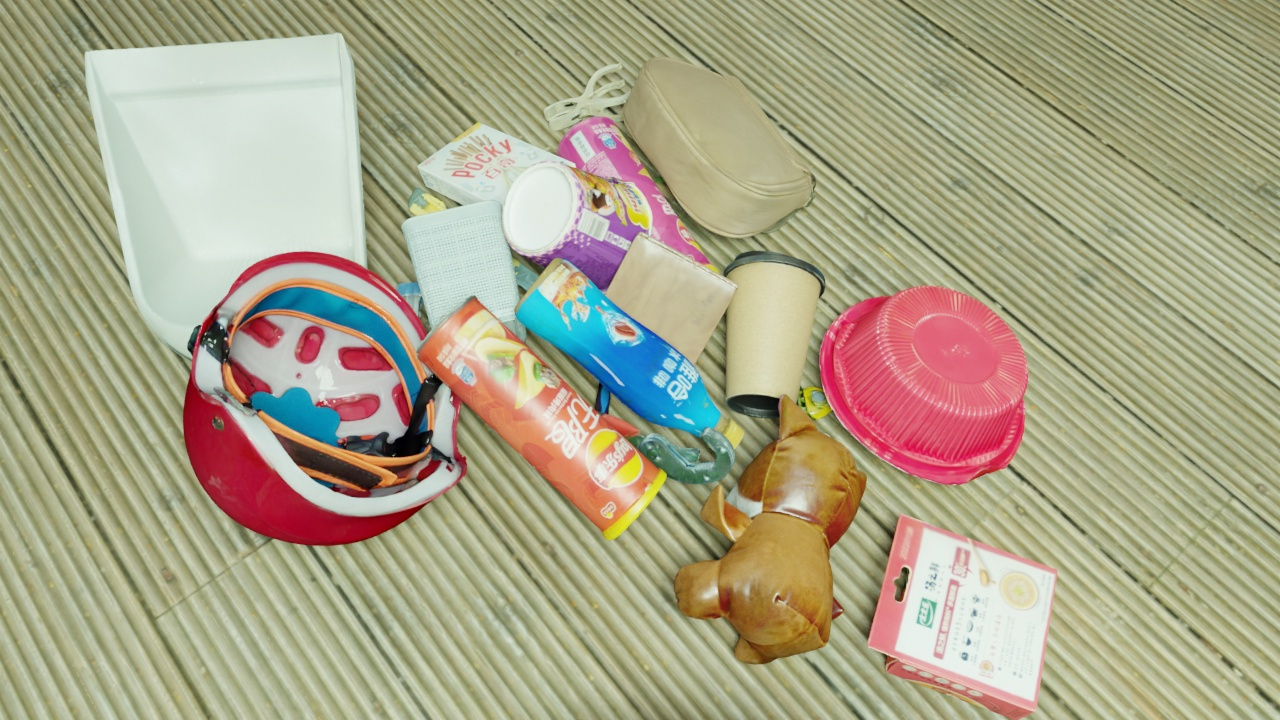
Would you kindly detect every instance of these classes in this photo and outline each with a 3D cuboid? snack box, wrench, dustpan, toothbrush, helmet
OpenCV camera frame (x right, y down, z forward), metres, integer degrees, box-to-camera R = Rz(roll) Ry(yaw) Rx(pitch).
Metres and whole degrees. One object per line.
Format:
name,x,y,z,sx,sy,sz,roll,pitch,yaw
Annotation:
snack box,0.244,0.196,0.708,0.127,0.044,0.113,19,63,9
wrench,-0.050,0.049,0.778,0.274,0.056,0.016,17,32,20
dustpan,-0.349,-0.126,0.802,0.222,0.258,0.142,-6,37,-4
snack box,-0.141,-0.182,0.901,0.157,0.027,0.084,30,63,35
toothbrush,-0.034,0.047,0.810,0.014,0.016,0.189,7,63,-4
helmet,-0.259,0.042,0.724,0.206,0.144,0.239,18,39,-37

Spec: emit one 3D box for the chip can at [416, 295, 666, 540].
chip can,-0.078,0.045,0.735,0.216,0.073,0.073,44,67,-1

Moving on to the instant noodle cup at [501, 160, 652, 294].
instant noodle cup,-0.062,-0.122,0.811,0.112,0.099,0.111,-7,77,34

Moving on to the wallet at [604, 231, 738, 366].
wallet,0.015,-0.040,0.804,0.101,0.020,0.115,28,108,-1

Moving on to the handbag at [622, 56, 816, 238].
handbag,0.073,-0.205,0.901,0.147,0.100,0.204,-8,57,-36

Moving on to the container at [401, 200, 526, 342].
container,-0.153,-0.068,0.822,0.090,0.090,0.111,-15,72,-8

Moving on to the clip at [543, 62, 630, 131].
clip,-0.052,-0.286,0.984,0.103,0.035,0.092,-4,64,6

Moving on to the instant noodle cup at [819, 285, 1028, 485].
instant noodle cup,0.255,0.006,0.783,0.193,0.066,0.193,7,55,-11

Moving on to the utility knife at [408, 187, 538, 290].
utility knife,-0.158,-0.112,0.898,0.196,0.020,0.031,37,72,13

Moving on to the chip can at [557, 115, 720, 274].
chip can,-0.005,-0.139,0.880,0.071,0.071,0.210,-24,63,-14

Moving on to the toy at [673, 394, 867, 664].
toy,0.109,0.132,0.713,0.131,0.140,0.199,-5,47,46

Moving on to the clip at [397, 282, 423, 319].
clip,-0.214,-0.045,0.855,0.026,0.039,0.058,-2,59,-4

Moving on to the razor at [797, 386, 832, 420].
razor,0.204,0.036,0.810,0.132,0.028,0.043,-2,57,-4

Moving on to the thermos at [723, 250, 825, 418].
thermos,0.113,-0.025,0.812,0.093,0.093,0.143,8,70,4

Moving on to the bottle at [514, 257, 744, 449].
bottle,-0.005,0.005,0.773,0.218,0.065,0.065,40,65,-8
